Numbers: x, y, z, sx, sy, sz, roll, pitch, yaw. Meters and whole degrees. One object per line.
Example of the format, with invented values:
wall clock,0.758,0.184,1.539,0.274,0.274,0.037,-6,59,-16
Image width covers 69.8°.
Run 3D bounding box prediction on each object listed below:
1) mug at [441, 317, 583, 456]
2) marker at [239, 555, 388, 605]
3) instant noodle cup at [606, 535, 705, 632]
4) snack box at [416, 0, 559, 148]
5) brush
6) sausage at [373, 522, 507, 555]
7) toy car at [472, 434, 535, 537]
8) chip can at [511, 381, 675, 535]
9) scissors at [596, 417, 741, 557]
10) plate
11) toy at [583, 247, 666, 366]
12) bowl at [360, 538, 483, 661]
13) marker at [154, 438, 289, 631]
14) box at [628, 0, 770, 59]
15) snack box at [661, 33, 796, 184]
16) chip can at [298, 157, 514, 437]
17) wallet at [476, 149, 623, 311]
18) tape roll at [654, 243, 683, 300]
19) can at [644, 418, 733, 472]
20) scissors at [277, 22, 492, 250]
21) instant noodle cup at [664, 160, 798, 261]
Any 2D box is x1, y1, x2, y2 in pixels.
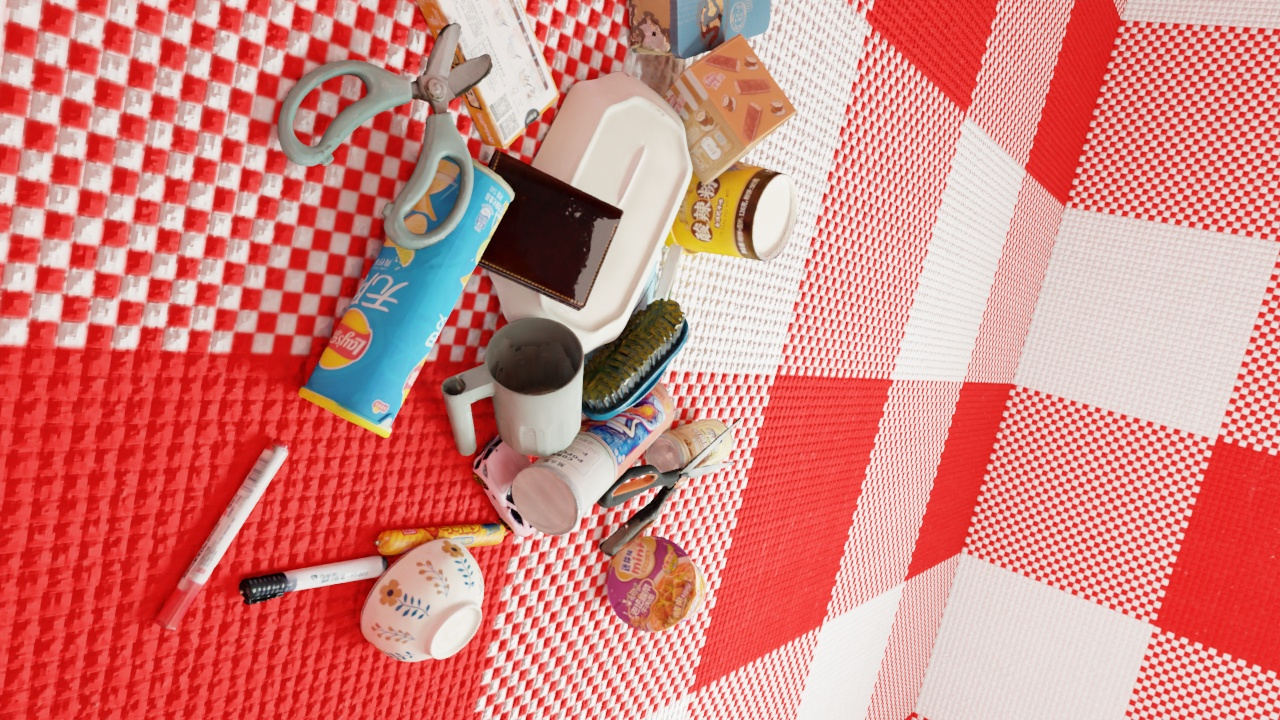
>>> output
mug,-0.109,0.033,0.803,0.123,0.083,0.104,-22,148,-18
marker,-0.255,0.172,0.727,0.130,0.018,0.022,6,102,-55
instant noodle cup,0.027,0.275,1.111,0.111,0.112,0.099,-65,155,-10
snack box,-0.118,-0.248,0.710,0.075,0.026,0.154,-52,142,-26
brush,-0.005,0.005,0.901,0.143,0.055,0.073,-47,148,-20
sausage,-0.176,0.161,0.830,0.165,0.021,0.021,10,97,-57
toy car,-0.120,0.123,0.882,0.056,0.037,0.122,-51,141,-30
chip can,-0.039,0.088,0.913,0.214,0.071,0.071,-40,137,-55
scissors,0.027,0.147,1.029,0.233,0.021,0.221,-1,134,-51
plate,-0.032,-0.132,0.835,0.162,0.034,0.265,31,80,-35
toy,-0.026,-0.057,0.917,0.155,0.050,0.162,-44,142,-32
bowl,-0.178,0.218,0.799,0.113,0.062,0.114,-36,143,-33
marker,-0.293,0.121,0.647,0.145,0.017,0.017,-61,145,-15
box,0.064,-0.352,0.893,0.183,0.062,0.090,-35,133,-40
snack box,0.080,-0.243,0.896,0.076,0.093,0.094,-40,95,-24
chip can,-0.172,-0.051,0.687,0.071,0.071,0.210,42,71,-55
wallet,-0.085,-0.108,0.771,0.122,0.020,0.096,23,88,-19
tape roll,0.028,-0.082,0.976,0.086,0.014,0.086,21,85,-87
can,0.060,0.107,1.112,0.116,0.058,0.058,-12,115,-53
scissors,-0.154,-0.155,0.648,0.176,0.019,0.172,-38,107,-28
instant noodle cup,0.097,-0.162,0.983,0.118,0.114,0.119,-30,130,-45
